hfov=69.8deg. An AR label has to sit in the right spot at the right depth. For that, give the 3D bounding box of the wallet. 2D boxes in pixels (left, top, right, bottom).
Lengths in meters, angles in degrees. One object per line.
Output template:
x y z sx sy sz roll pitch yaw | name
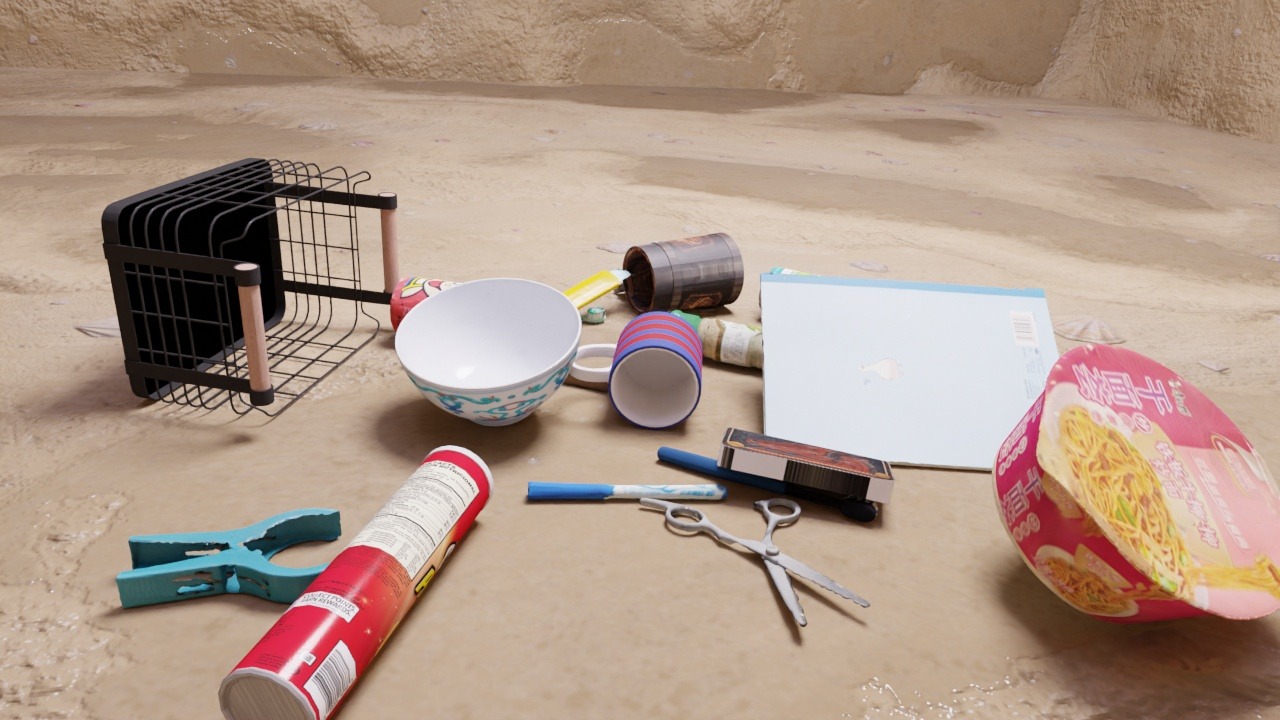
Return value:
0.120 0.076 0.672 0.123 0.019 0.072 12 10 9 | wallet

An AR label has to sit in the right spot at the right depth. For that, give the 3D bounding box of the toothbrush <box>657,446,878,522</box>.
0.089 0.088 0.670 0.168 0.014 0.014 14 15 23 | toothbrush

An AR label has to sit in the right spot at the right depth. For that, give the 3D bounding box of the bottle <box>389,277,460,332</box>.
-0.162 -0.042 0.867 0.137 0.062 0.061 7 24 10 | bottle

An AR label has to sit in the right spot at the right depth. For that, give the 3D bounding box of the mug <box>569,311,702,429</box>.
-0.004 0.004 0.766 0.112 0.075 0.076 8 24 1 | mug

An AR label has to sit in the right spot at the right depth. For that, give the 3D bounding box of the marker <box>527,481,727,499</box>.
-0.009 0.092 0.649 0.142 0.013 0.013 1 24 -6 | marker

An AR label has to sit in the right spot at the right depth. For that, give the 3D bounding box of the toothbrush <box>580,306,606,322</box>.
-0.100 -0.045 0.934 0.135 0.017 0.022 -3 52 -14 | toothbrush

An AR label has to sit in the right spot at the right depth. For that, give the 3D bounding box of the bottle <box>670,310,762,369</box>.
0.078 -0.019 0.873 0.111 0.043 0.043 12 25 16 | bottle

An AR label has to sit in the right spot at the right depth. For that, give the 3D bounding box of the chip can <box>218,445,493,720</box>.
-0.147 0.121 0.516 0.052 0.052 0.214 9 25 11 | chip can

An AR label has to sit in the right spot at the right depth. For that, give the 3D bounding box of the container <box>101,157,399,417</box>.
-0.314 -0.069 0.778 0.130 0.163 0.240 8 24 9 | container

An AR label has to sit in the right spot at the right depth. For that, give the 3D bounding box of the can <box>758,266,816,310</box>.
0.180 -0.064 0.973 0.102 0.055 0.054 15 26 23 | can

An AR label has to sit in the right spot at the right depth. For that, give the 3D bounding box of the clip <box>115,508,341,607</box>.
-0.227 0.126 0.529 0.129 0.031 0.121 -14 34 -35 | clip

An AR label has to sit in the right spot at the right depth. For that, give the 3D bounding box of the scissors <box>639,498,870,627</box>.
0.068 0.122 0.595 0.162 0.014 0.141 8 21 11 | scissors

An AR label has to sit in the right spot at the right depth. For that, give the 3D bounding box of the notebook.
0.227 0.006 0.763 0.253 0.009 0.180 4 59 0 | notebook

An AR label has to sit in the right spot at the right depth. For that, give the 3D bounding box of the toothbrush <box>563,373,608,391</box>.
-0.099 0.005 0.826 0.167 0.016 0.016 11 26 16 | toothbrush

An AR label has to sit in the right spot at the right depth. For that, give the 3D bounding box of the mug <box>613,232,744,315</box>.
0.037 -0.091 1.004 0.107 0.080 0.116 -11 0 -27 | mug

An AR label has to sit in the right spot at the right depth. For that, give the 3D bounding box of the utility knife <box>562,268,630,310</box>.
-0.071 -0.058 0.929 0.164 0.017 0.030 -34 69 -30 | utility knife

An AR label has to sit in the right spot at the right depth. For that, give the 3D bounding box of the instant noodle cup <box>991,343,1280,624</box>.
0.296 0.084 0.563 0.178 0.078 0.178 13 52 -17 | instant noodle cup

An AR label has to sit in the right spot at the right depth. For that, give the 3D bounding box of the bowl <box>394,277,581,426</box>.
-0.117 0.004 0.736 0.144 0.074 0.143 -1 39 1 | bowl
